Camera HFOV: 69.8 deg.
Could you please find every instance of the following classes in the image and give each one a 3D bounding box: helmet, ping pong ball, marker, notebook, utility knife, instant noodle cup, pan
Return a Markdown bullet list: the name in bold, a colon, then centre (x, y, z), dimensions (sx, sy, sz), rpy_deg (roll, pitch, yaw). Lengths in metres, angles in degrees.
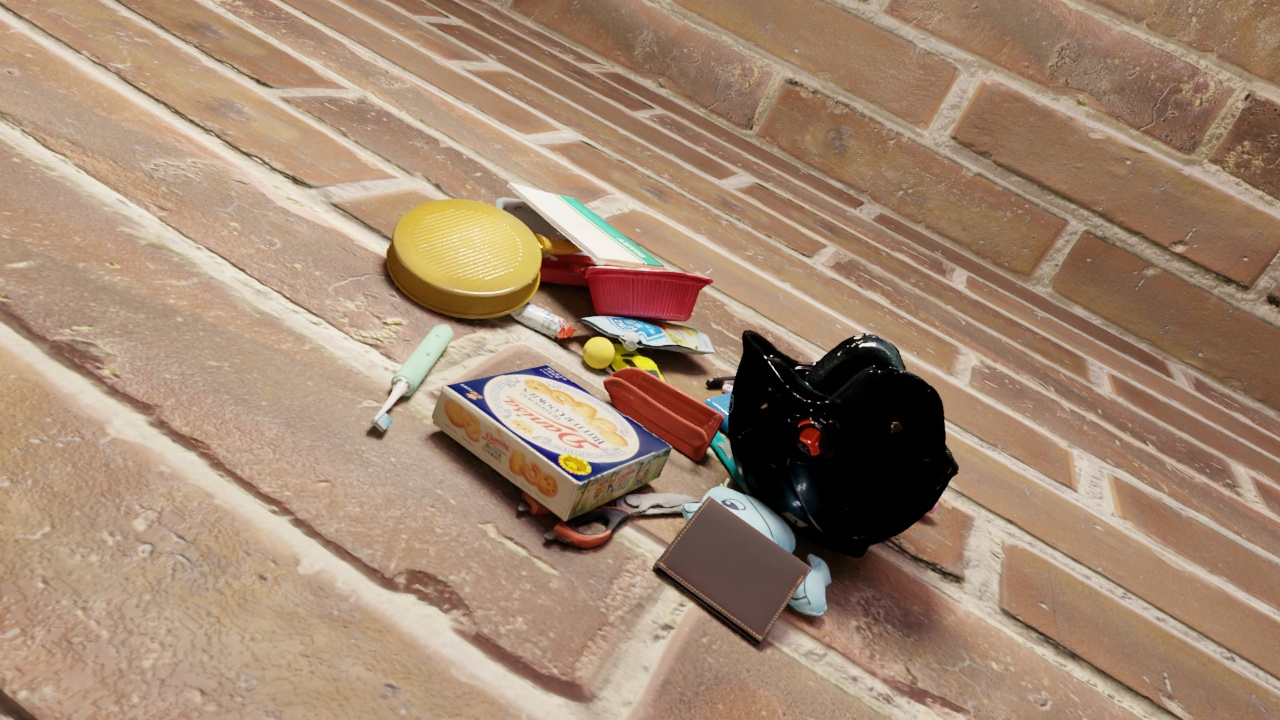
- **helmet**: centre (0.209, 0.081, 1.009), dimensions (0.275, 0.230, 0.233), rpy_deg (27, 11, 2)
- **ping pong ball**: centre (-0.053, -0.010, 1.165), dimensions (0.040, 0.040, 0.040), rpy_deg (21, 25, -10)
- **marker**: centre (0.135, 0.029, 1.294), dimensions (0.123, 0.018, 0.015), rpy_deg (-2, 37, -44)
- **notebook**: centre (-0.079, -0.191, 1.321), dimensions (0.209, 0.012, 0.150), rpy_deg (41, 24, 30)
- **utility knife**: centre (0.097, 0.103, 1.118), dimensions (0.029, 0.013, 0.179), rpy_deg (10, 29, -34)
- **instant noodle cup**: centre (0.004, -0.091, 1.287), dimensions (0.194, 0.066, 0.194), rpy_deg (6, 1, 0)
- **pan**: centre (-0.171, -0.148, 1.242), dimensions (0.356, 0.078, 0.197), rpy_deg (-24, 60, -37)

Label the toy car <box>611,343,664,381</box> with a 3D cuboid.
- **toy car**: centre (-0.007, 0.007, 1.188), dimensions (0.048, 0.032, 0.105), rpy_deg (0, 34, -43)

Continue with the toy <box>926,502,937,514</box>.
- **toy**: centre (0.289, 0.117, 1.176), dimensions (0.194, 0.075, 0.178), rpy_deg (5, 56, -31)

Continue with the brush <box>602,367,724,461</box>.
- **brush**: centre (0.022, 0.056, 1.081), dimensions (0.146, 0.063, 0.069), rpy_deg (31, 12, 14)

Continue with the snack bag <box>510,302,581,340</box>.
- **snack bag**: centre (-0.131, -0.054, 1.198), dimensions (0.104, 0.026, 0.048), rpy_deg (27, 16, 3)

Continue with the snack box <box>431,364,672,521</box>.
- **snack box**: centre (-0.086, 0.076, 0.938), dimensions (0.178, 0.046, 0.182), rpy_deg (32, 21, 22)

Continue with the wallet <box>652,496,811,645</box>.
- **wallet**: centre (0.087, 0.197, 0.871), dimensions (0.122, 0.020, 0.096), rpy_deg (34, 59, 16)

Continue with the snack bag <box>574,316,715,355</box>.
- **snack bag**: centre (0.010, -0.034, 1.248), dimensions (0.110, 0.039, 0.190), rpy_deg (35, 20, 37)

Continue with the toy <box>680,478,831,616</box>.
- **toy**: centre (0.118, 0.186, 0.933), dimensions (0.161, 0.050, 0.156), rpy_deg (15, 34, -20)

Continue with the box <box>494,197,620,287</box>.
- **box**: centre (-0.123, -0.168, 1.379), dimensions (0.200, 0.074, 0.154), rpy_deg (2, 56, -40)

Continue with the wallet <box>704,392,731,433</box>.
- **wallet**: centre (0.157, 0.087, 1.182), dimensions (0.106, 0.040, 0.133), rpy_deg (-11, 44, -46)

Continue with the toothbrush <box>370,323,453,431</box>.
- **toothbrush**: centre (-0.239, 0.013, 0.962), dimensions (0.027, 0.026, 0.224), rpy_deg (44, 21, -13)

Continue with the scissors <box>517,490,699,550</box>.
- **scissors**: centre (-0.016, 0.154, 0.911), dimensions (0.207, 0.015, 0.191), rpy_deg (23, 23, -5)

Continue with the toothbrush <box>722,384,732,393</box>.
- **toothbrush**: centre (0.201, 0.069, 1.250), dimensions (0.189, 0.021, 0.029), rpy_deg (19, 63, 9)
